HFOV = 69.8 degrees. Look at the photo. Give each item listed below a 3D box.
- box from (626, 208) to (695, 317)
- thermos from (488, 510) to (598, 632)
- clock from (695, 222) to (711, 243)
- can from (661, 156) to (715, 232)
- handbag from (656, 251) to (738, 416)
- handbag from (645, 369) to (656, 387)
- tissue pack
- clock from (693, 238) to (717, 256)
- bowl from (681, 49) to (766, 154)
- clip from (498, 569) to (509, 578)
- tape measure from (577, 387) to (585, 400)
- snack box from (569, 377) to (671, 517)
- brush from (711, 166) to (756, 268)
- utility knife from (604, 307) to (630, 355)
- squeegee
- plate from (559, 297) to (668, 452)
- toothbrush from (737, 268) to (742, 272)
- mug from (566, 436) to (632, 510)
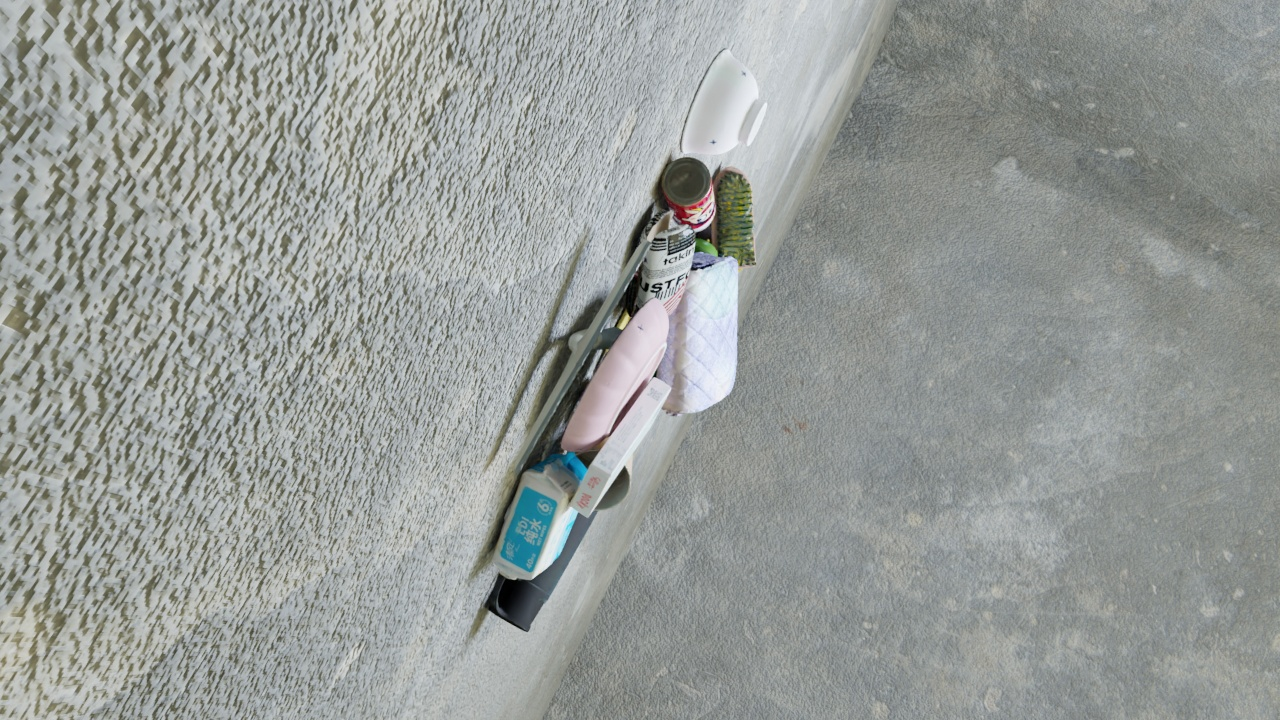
[{"bbox_3d":[0.009,-0.107,1.044,0.074,0.077,0.164,-29,156,-23],"label":"box"},{"bbox_3d":[-0.114,0.225,1.188,0.242,0.068,0.090,-60,149,-21],"label":"thermos"},{"bbox_3d":[0.106,-0.161,1.407,0.122,0.055,0.082,-65,172,16],"label":"clock"},{"bbox_3d":[0.056,-0.183,1.031,0.053,0.053,0.132,-64,172,-2],"label":"can"},{"bbox_3d":[0.069,-0.037,1.177,0.133,0.076,0.194,-26,120,-56],"label":"handbag"},{"bbox_3d":[-0.007,0.007,1.206,0.131,0.068,0.120,-51,156,-53],"label":"handbag"},{"bbox_3d":[-0.112,0.173,1.031,0.140,0.063,0.089,-68,167,14],"label":"tissue pack"},{"bbox_3d":[0.061,-0.107,1.287,0.160,0.056,0.116,-58,170,-41],"label":"clock"},{"bbox_3d":[0.099,-0.269,1.000,0.118,0.065,0.118,-62,172,-15],"label":"bowl"},{"bbox_3d":[-0.139,0.218,1.116,0.097,0.034,0.060,-55,170,-22],"label":"clip"},{"bbox_3d":[-0.058,0.047,1.104,0.057,0.029,0.060,-36,151,-61],"label":"tape measure"},{"bbox_3d":[-0.020,0.094,1.012,0.156,0.027,0.085,-52,172,-44],"label":"snack box"},{"bbox_3d":[0.130,-0.204,1.313,0.073,0.063,0.146,-116,-159,-75],"label":"brush"},{"bbox_3d":[-0.015,-0.060,1.123,0.178,0.019,0.031,-59,166,-2],"label":"utility knife"},{"bbox_3d":[-0.046,-0.019,0.947,0.247,0.039,0.246,-59,174,10],"label":"squeegee"},{"bbox_3d":[-0.019,0.023,0.992,0.192,0.039,0.192,-57,174,-10],"label":"plate"},{"bbox_3d":[0.092,-0.093,1.408,0.191,0.016,0.015,-43,164,28],"label":"toothbrush"},{"bbox_3d":[-0.064,0.133,1.126,0.125,0.084,0.103,-41,-164,19],"label":"mug"}]
